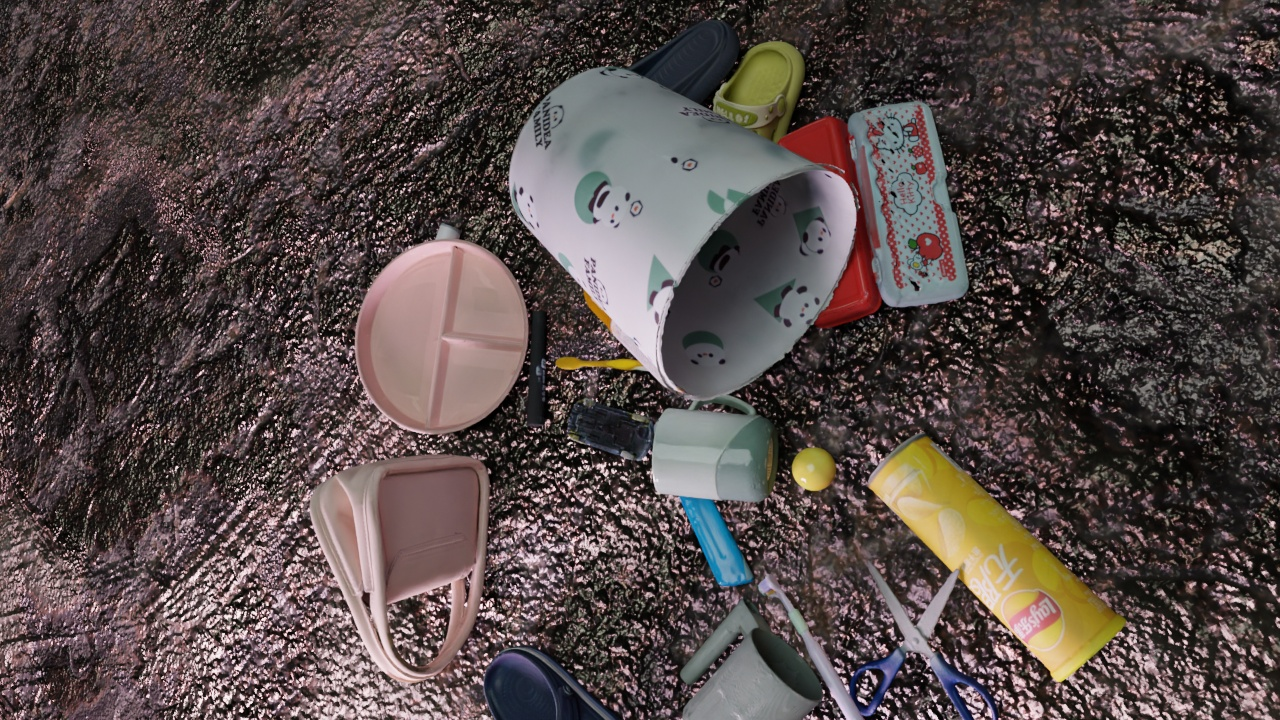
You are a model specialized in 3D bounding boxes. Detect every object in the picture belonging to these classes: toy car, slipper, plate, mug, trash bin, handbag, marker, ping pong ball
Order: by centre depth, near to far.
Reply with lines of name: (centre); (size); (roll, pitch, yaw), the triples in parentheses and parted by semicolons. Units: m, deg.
trash bin: (0.025, -0.128, 0.829); (0.252, 0.229, 0.230); (42, 101, 33)
mug: (0.092, 0.297, 0.838); (0.103, 0.083, 0.124); (-51, 35, 11)
ping pong ball: (0.161, 0.101, 0.853); (0.040, 0.040, 0.040); (-6, 77, 27)
mug: (0.076, 0.080, 0.880); (0.106, 0.082, 0.111); (3, 51, 18)
slipper: (-0.075, 0.381, 0.897); (0.253, 0.095, 0.105); (44, 104, 31)
slipper: (0.101, -0.244, 0.931); (0.092, 0.081, 0.190); (21, 88, 32)
toy car: (-0.029, 0.073, 0.965); (0.106, 0.031, 0.049); (15, 88, 31)
handbag: (-0.238, 0.219, 0.970); (0.094, 0.193, 0.234); (-12, 85, 28)
slipper: (-0.016, -0.270, 0.976); (0.269, 0.083, 0.110); (-41, 41, 19)
marker: (-0.117, 0.009, 1.032); (0.022, 0.020, 0.132); (-11, 74, 43)
plate: (-0.232, -0.028, 1.077); (0.230, 0.028, 0.229); (-2, 84, 18)

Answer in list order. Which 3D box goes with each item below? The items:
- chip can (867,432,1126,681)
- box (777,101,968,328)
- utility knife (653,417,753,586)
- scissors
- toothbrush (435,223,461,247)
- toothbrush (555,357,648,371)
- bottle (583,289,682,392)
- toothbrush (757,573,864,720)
chip can: (0.287, 0.156, 0.756); (0.072, 0.072, 0.213); (-48, 63, 12)
box: (0.214, -0.140, 0.867); (0.161, 0.060, 0.201); (-13, 75, 22)
utility knife: (0.056, 0.138, 0.915); (0.034, 0.018, 0.191); (-28, 66, 4)
scissors: (0.235, 0.249, 0.772); (0.162, 0.012, 0.176); (40, 119, 18)
toothbrush: (-0.271, -0.061, 1.123); (0.221, 0.026, 0.026); (-68, 21, 1)
toothbrush: (-0.006, 0.006, 0.977); (0.192, 0.018, 0.016); (1, 84, 26)
bottle: (-0.002, -0.048, 0.937); (0.068, 0.068, 0.189); (-50, 62, 11)
toothbrush: (0.162, 0.275, 0.819); (0.021, 0.029, 0.189); (-25, 59, -13)
